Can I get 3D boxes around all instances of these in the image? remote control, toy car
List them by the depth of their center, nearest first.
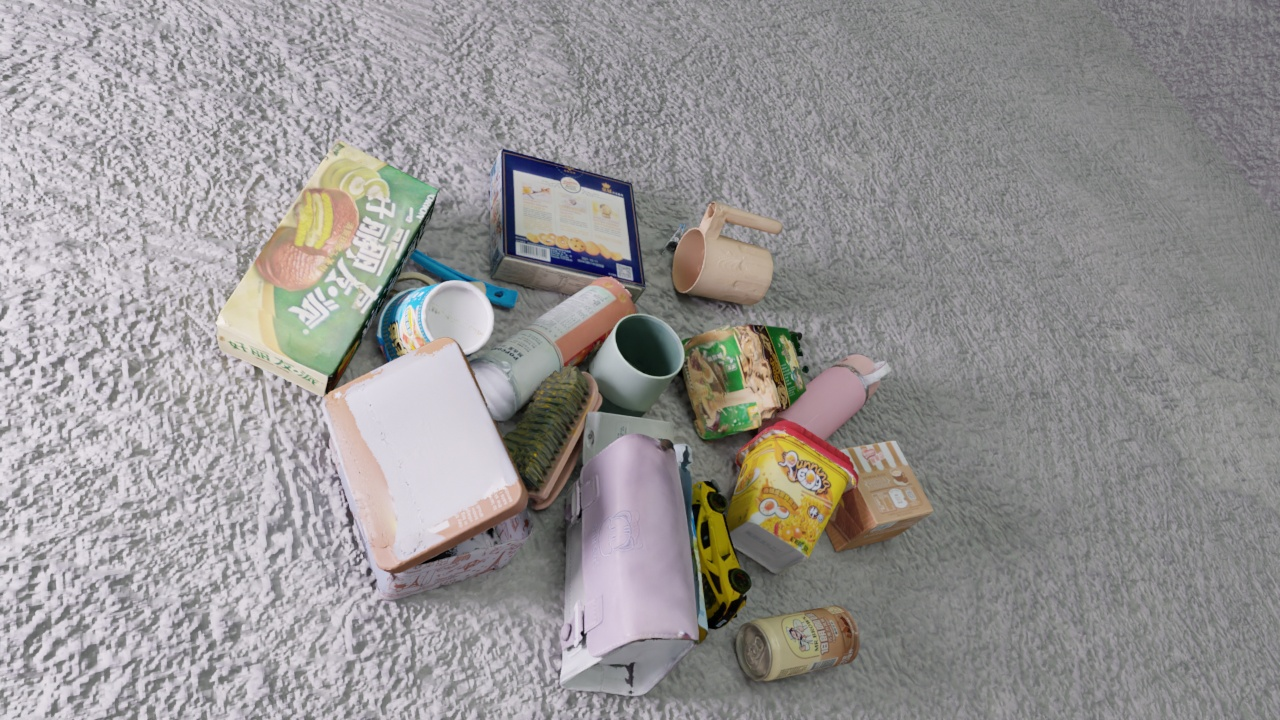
[{"bbox_3d":[0.065,0.192,0.915,0.041,0.071,0.155,10,49,-28],"label":"toy car"},{"bbox_3d":[-0.010,0.085,0.941,0.135,0.019,0.056,12,81,-53],"label":"remote control"}]

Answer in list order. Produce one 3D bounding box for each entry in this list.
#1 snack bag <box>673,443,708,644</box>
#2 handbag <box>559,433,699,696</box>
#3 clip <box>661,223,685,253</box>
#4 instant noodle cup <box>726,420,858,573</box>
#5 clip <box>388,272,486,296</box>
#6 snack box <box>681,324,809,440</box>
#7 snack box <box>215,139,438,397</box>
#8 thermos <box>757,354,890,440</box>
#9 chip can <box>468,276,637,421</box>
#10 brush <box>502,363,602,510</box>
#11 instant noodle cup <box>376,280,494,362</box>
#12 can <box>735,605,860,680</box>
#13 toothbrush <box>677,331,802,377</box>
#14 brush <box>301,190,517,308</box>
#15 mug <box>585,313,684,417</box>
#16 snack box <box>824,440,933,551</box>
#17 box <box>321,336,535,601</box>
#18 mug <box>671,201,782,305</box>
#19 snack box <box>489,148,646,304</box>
[{"bbox_3d":[0.035,0.177,0.882,0.039,0.110,0.190,2,55,-7],"label":"snack bag"},{"bbox_3d":[-0.015,0.182,0.825,0.098,0.145,0.196,15,49,-23],"label":"handbag"},{"bbox_3d":[0.044,-0.157,1.211,0.028,0.024,0.056,26,53,-5],"label":"clip"},{"bbox_3d":[0.151,0.149,0.977,0.116,0.116,0.123,33,58,-4],"label":"instant noodle cup"},{"bbox_3d":[-0.223,-0.062,0.983,0.103,0.076,0.034,7,51,-38],"label":"clip"},{"bbox_3d":[0.123,0.017,1.053,0.105,0.118,0.118,-13,86,-52],"label":"snack box"},{"bbox_3d":[-0.301,-0.093,0.898,0.114,0.063,0.239,27,60,-9],"label":"snack box"},{"bbox_3d":[0.229,0.052,1.108,0.198,0.087,0.067,-30,94,-41],"label":"thermos"},{"bbox_3d":[-0.091,-0.018,0.988,0.071,0.071,0.214,44,46,7],"label":"chip can"},{"bbox_3d":[-0.085,0.072,0.909,0.073,0.063,0.145,54,52,-39],"label":"brush"},{"bbox_3d":[-0.194,-0.033,0.892,0.099,0.110,0.099,4,82,-30],"label":"instant noodle cup"},{"bbox_3d":[0.157,0.279,0.907,0.116,0.059,0.058,0,56,-30],"label":"can"},{"bbox_3d":[0.129,-0.013,1.144,0.212,0.026,0.027,-15,25,-38],"label":"toothbrush"},{"bbox_3d":[-0.252,-0.118,1.002,0.254,0.046,0.083,26,43,-15],"label":"brush"},{"bbox_3d":[-0.006,0.006,0.993,0.082,0.107,0.111,37,46,2],"label":"mug"},{"bbox_3d":[0.259,0.154,1.050,0.092,0.077,0.094,-5,59,-33],"label":"snack box"},{"bbox_3d":[-0.183,0.087,0.792,0.148,0.158,0.181,-9,61,-36],"label":"box"},{"bbox_3d":[0.112,-0.134,1.162,0.103,0.125,0.084,10,31,-26],"label":"mug"},{"bbox_3d":[-0.090,-0.162,1.119,0.177,0.046,0.182,11,51,-23],"label":"snack box"}]
